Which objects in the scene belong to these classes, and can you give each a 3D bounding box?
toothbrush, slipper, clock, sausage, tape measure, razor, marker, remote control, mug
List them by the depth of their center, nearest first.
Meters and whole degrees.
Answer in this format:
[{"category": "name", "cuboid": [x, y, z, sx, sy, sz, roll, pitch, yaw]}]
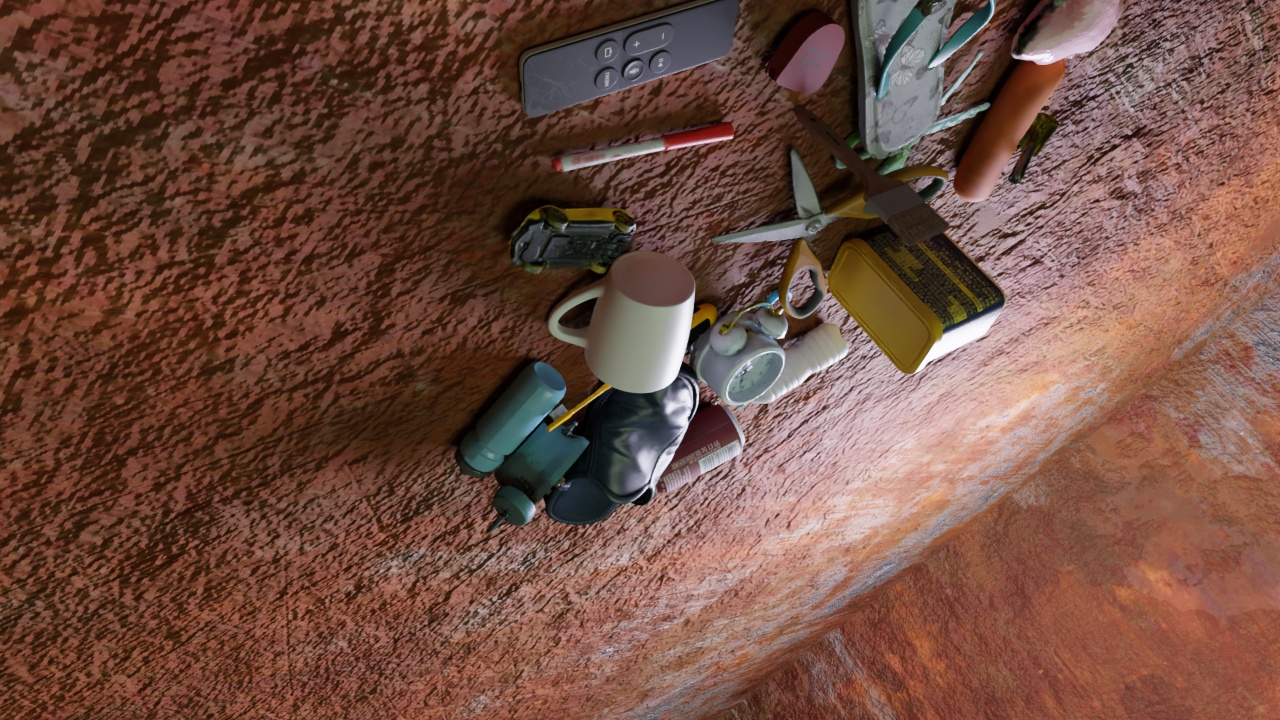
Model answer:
[{"category": "remote control", "cuboid": [-0.005, -0.186, 0.556, 0.146, 0.008, 0.045, -23, 151, -18]}, {"category": "marker", "cuboid": [0.004, -0.146, 0.627, 0.142, 0.012, 0.013, -18, 149, -26]}, {"category": "tape measure", "cuboid": [0.116, -0.212, 0.631, 0.058, 0.019, 0.051, -7, 141, -52]}, {"category": "slipper", "cuboid": [0.195, -0.229, 0.641, 0.098, 0.054, 0.269, -26, 150, -8]}, {"category": "mug", "cuboid": [-0.015, -0.035, 0.730, 0.114, 0.080, 0.088, 8, 134, -7]}, {"category": "toothbrush", "cuboid": [-0.005, 0.005, 0.806, 0.196, 0.031, 0.031, -36, 171, -24]}, {"category": "sausage", "cuboid": [0.330, -0.209, 0.834, 0.044, 0.039, 0.165, -25, 152, -27]}, {"category": "clock", "cuboid": [-0.100, 0.106, 0.835, 0.124, 0.053, 0.090, -47, -178, -10]}, {"category": "razor", "cuboid": [0.363, -0.193, 0.864, 0.105, 0.026, 0.043, -50, 170, -41]}, {"category": "clock", "cuboid": [0.095, -0.011, 0.869, 0.083, 0.057, 0.118, -19, 141, -25]}, {"category": "slipper", "cuboid": [-0.017, 0.107, 0.908, 0.108, 0.083, 0.266, 11, 133, -26]}]

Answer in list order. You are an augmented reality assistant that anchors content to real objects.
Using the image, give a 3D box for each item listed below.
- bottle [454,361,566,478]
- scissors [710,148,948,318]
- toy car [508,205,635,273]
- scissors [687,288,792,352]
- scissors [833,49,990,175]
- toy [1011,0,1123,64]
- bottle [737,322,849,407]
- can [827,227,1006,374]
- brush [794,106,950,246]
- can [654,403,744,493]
[{"category": "bottle", "cuboid": [-0.117, 0.056, 0.794, 0.130, 0.040, 0.040, -46, 150, 24]}, {"category": "scissors", "cuboid": [0.169, -0.118, 0.809, 0.230, 0.016, 0.225, -24, 146, 1]}, {"category": "toy car", "cuboid": [-0.048, -0.087, 0.646, 0.106, 0.030, 0.049, -6, 143, -45]}, {"category": "scissors", "cuboid": [0.103, -0.028, 0.920, 0.140, 0.011, 0.134, -43, 148, 15]}, {"category": "scissors", "cuboid": [0.233, -0.192, 0.796, 0.171, 0.024, 0.166, -20, 144, -18]}, {"category": "toy", "cuboid": [0.350, -0.279, 0.731, 0.093, 0.050, 0.103, -2, 136, -40]}, {"category": "bottle", "cuboid": [0.161, 0.008, 1.002, 0.136, 0.044, 0.044, -32, 152, -3]}, {"category": "can", "cuboid": [0.270, -0.068, 0.898, 0.104, 0.135, 0.075, -22, 151, -25]}, {"category": "brush", "cuboid": [0.158, -0.137, 0.660, 0.045, 0.143, 0.008, -25, 154, -34]}, {"category": "can", "cuboid": [0.054, 0.097, 1.011, 0.114, 0.063, 0.063, -27, 152, -12]}]
